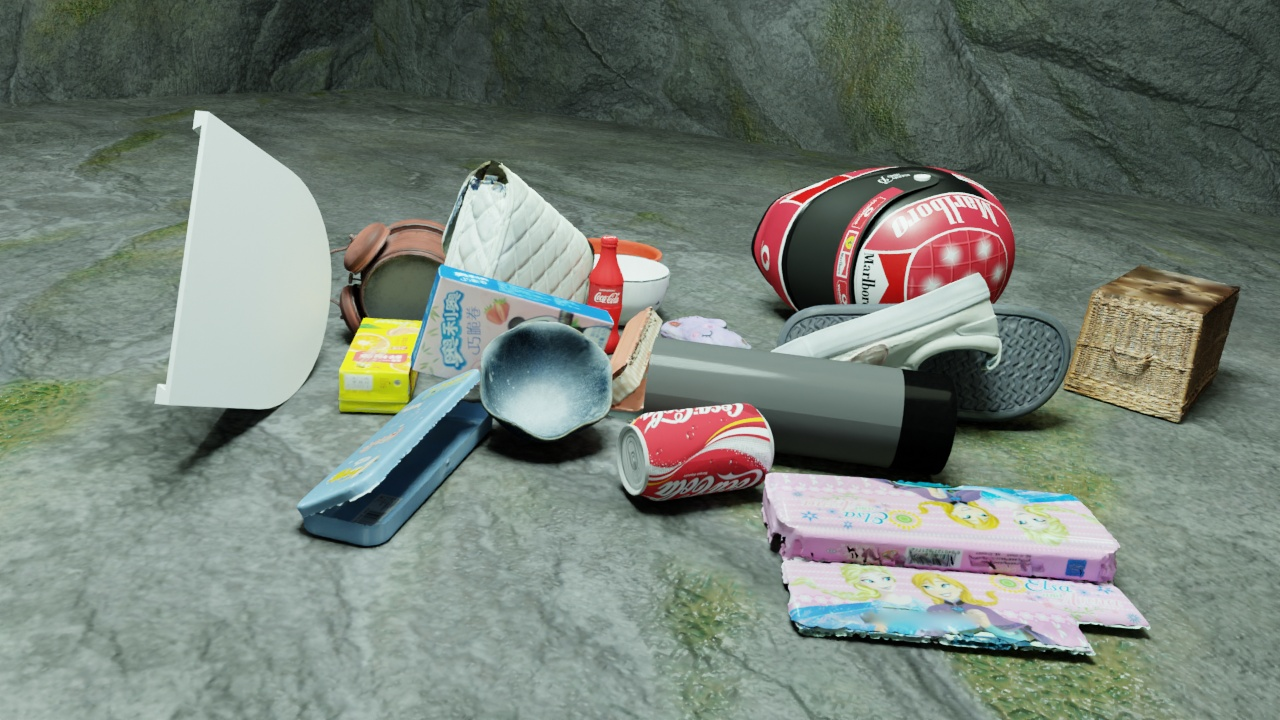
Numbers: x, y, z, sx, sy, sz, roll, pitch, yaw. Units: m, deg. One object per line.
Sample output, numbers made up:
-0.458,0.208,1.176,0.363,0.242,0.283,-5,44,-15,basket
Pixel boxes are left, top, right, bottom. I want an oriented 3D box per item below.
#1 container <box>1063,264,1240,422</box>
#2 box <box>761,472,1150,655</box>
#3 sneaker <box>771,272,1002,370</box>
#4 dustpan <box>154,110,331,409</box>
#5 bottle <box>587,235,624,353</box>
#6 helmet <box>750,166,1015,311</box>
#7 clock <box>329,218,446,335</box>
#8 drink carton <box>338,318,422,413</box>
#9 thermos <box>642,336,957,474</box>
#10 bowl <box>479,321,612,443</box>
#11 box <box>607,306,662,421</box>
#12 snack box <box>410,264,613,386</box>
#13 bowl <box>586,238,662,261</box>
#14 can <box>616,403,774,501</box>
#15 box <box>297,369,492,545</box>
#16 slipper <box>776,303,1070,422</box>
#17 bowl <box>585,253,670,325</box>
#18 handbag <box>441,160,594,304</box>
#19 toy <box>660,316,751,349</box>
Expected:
0.549,-0.024,0.981,0.114,0.113,0.198,21,27,36,container
0.201,0.127,0.600,0.230,0.035,0.159,4,20,0,box
0.199,0.007,0.814,0.242,0.090,0.089,-20,-3,10,sneaker
-0.315,-0.060,0.719,0.053,0.191,0.258,6,-4,1,dustpan
-0.036,-0.068,0.937,0.036,0.119,0.036,4,21,-2,bottle
0.295,-0.120,1.055,0.270,0.198,0.224,-10,24,-16,helmet
-0.238,-0.076,0.916,0.157,0.121,0.072,9,27,-13,clock
-0.227,0.002,0.814,0.058,0.043,0.134,3,21,-9,drink carton
0.126,0.036,0.754,0.240,0.082,0.082,8,21,6,thermos
-0.078,0.026,0.744,0.110,0.055,0.110,7,55,-10,bowl
-0.005,0.010,0.873,0.056,0.064,0.187,-27,15,19,box
-0.108,-0.018,0.781,0.154,0.088,0.033,14,19,-19,snack box
-0.038,-0.121,1.184,0.130,0.045,0.130,5,21,-2,bowl
0.040,0.067,0.676,0.104,0.064,0.064,-4,23,-25,can
-0.171,0.056,0.666,0.068,0.059,0.209,7,20,11,box
0.267,-0.001,0.887,0.268,0.110,0.083,3,0,9,slipper
-0.025,-0.079,1.050,0.113,0.063,0.113,5,20,-2,bowl
-0.116,-0.091,0.881,0.072,0.138,0.195,10,-11,22,handbag
0.071,-0.025,0.970,0.080,0.036,0.100,-12,25,-37,toy
